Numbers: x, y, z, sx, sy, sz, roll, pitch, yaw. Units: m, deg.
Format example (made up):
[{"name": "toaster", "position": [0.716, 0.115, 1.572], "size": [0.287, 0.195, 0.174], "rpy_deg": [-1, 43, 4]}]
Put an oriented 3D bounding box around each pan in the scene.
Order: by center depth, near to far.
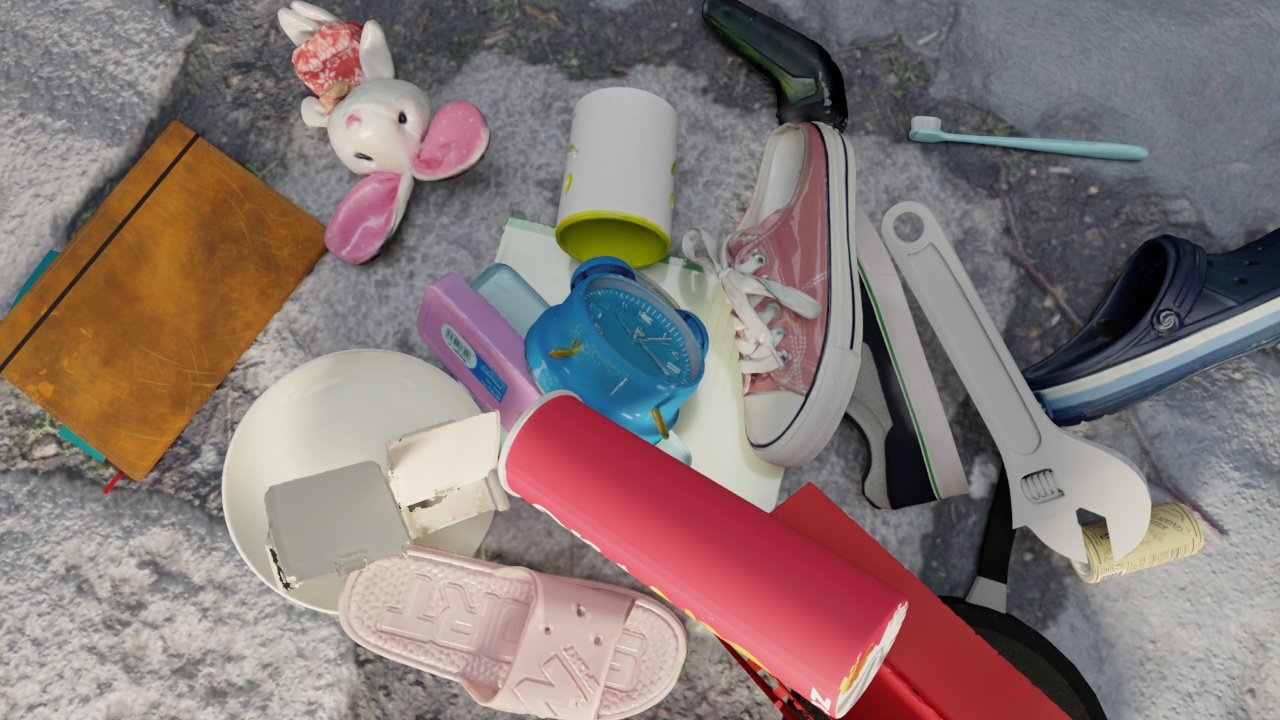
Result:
[{"name": "pan", "position": [0.227, 0.213, 0.629], "size": [0.225, 0.034, 0.356], "rpy_deg": [17, 81, 6]}]

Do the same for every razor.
[{"name": "razor", "position": [0.101, -0.229, 0.709], "size": [0.151, 0.054, 0.067], "rpy_deg": [43, 100, 14]}]

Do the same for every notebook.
[{"name": "notebook", "position": [-0.004, 0.004, 0.685], "size": [0.252, 0.010, 0.181], "rpy_deg": [14, 80, 4]}, {"name": "notebook", "position": [-0.380, -0.048, 0.703], "size": [0.178, 0.014, 0.249], "rpy_deg": [35, 82, 7]}]

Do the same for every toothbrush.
[{"name": "toothbrush", "position": [0.298, -0.169, 0.706], "size": [0.181, 0.016, 0.016], "rpy_deg": [8, 71, 4]}]

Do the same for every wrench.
[{"name": "wrench", "position": [0.246, 0.010, 0.611], "size": [0.087, 0.018, 0.273], "rpy_deg": [-28, 89, 30]}]

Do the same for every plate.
[{"name": "plate", "position": [-0.191, 0.083, 0.640], "size": [0.182, 0.034, 0.182], "rpy_deg": [0, 91, -21]}]

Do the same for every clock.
[{"name": "clock", "position": [-0.011, -0.013, 0.621], "size": [0.117, 0.161, 0.060], "rpy_deg": [35, 123, -11]}]

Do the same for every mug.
[{"name": "mug", "position": [-0.016, -0.131, 0.667], "size": [0.082, 0.083, 0.106], "rpy_deg": [4, 71, 2]}]

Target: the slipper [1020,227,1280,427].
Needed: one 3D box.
[{"name": "slipper", "position": [0.372, -0.039, 0.633], "size": [0.253, 0.105, 0.095], "rpy_deg": [-28, 87, -1]}]

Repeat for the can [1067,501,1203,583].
[{"name": "can", "position": [0.343, 0.126, 0.638], "size": [0.079, 0.038, 0.038], "rpy_deg": [-15, 79, -1]}]

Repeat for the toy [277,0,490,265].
[{"name": "toy", "position": [-0.205, -0.189, 0.691], "size": [0.159, 0.084, 0.194], "rpy_deg": [-33, 80, 19]}]

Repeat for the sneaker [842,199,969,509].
[{"name": "sneaker", "position": [0.155, -0.010, 0.652], "size": [0.079, 0.084, 0.235], "rpy_deg": [-19, 78, 15]}]

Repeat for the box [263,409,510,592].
[{"name": "box", "position": [-0.149, 0.079, 0.537], "size": [0.143, 0.192, 0.069], "rpy_deg": [-19, 92, -24]}]

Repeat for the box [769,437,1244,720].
[{"name": "box", "position": [0.232, 0.147, 0.582], "size": [0.324, 0.153, 0.213], "rpy_deg": [-22, 50, -31]}]

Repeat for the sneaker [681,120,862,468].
[{"name": "sneaker", "position": [0.089, -0.049, 0.621], "size": [0.087, 0.118, 0.241], "rpy_deg": [6, 85, -30]}]

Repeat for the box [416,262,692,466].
[{"name": "box", "position": [-0.065, 0.027, 0.646], "size": [0.214, 0.096, 0.077], "rpy_deg": [46, 118, 9]}]

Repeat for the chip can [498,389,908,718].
[{"name": "chip can", "position": [0.026, 0.094, 0.486], "size": [0.221, 0.069, 0.069], "rpy_deg": [29, 81, 29]}]

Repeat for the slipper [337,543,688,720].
[{"name": "slipper", "position": [-0.082, 0.183, 0.609], "size": [0.239, 0.064, 0.094], "rpy_deg": [17, 82, -8]}]
